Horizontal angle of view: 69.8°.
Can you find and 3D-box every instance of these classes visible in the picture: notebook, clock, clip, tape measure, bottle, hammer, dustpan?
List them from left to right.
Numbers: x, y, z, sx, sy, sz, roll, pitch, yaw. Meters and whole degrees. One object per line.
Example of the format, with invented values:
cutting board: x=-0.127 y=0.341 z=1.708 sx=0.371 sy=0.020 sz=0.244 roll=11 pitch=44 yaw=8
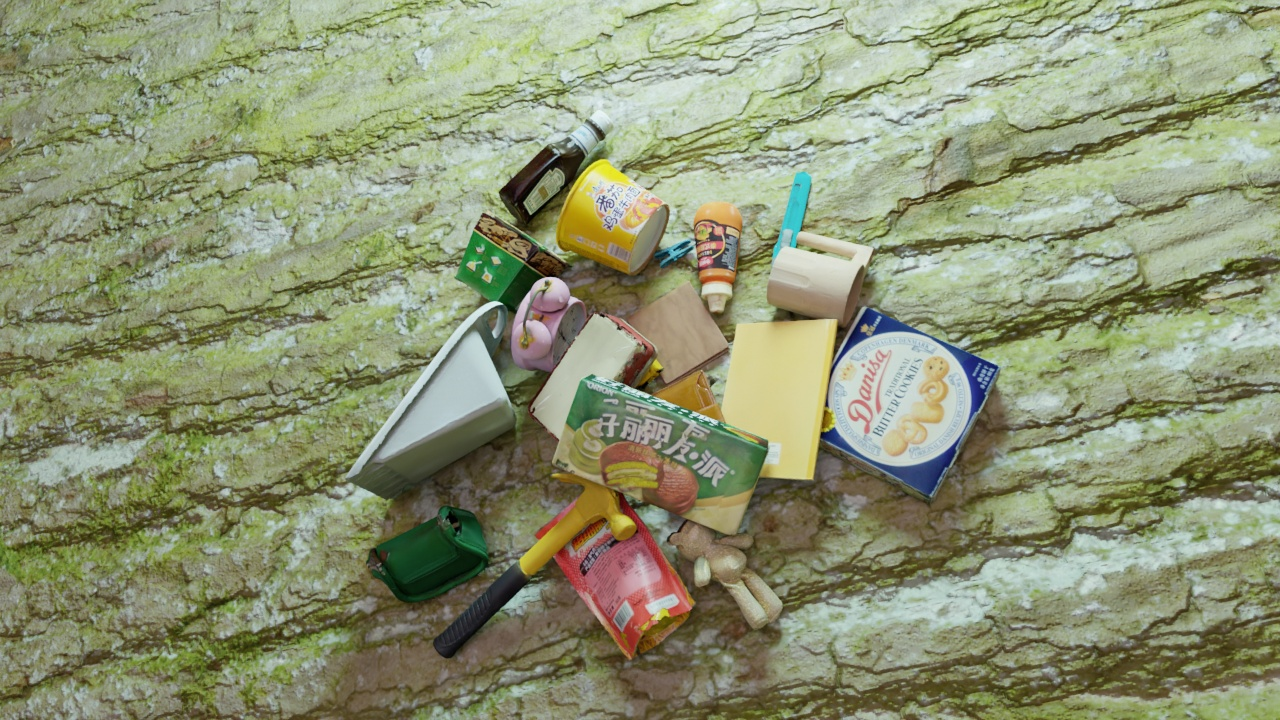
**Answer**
dustpan: x=-0.258 y=0.045 z=1.170 sx=0.257 sy=0.223 sz=0.142 roll=-27 pitch=78 yaw=-9
hammer: x=-0.142 y=0.256 z=1.133 sx=0.301 sy=0.033 sz=0.128 roll=-45 pitch=53 yaw=6
clock: x=-0.122 y=-0.044 z=1.195 sx=0.060 sy=0.158 sz=0.117 roll=17 pitch=76 yaw=19
bottle: x=-0.118 y=-0.284 z=1.325 sx=0.194 sy=0.080 sz=0.044 roll=-45 pitch=70 yaw=-7
tape measure: x=-0.007 y=0.007 z=1.211 sx=0.057 sy=0.028 sz=0.060 roll=-43 pitch=69 yaw=17
clip: x=0.047 y=-0.150 z=1.272 sx=0.057 sy=0.014 sz=0.047 roll=-25 pitch=65 yaw=3
bottle: x=0.103 y=-0.135 z=1.230 sx=0.067 sy=0.067 sz=0.149 roll=-1 pitch=77 yaw=13
notebook: x=0.165 y=0.046 z=1.143 sx=0.146 sy=0.010 sz=0.206 roll=-2 pitch=68 yaw=38

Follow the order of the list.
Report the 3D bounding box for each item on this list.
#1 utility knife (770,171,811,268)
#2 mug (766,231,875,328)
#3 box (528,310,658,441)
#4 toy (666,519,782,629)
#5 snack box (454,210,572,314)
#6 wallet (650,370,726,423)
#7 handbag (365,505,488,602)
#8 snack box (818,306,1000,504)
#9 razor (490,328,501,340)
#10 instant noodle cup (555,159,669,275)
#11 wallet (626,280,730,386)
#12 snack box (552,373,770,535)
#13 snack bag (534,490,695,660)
utility knife: x=0.206 y=-0.191 z=1.248 sx=0.029 sy=0.013 sz=0.151 roll=13 pitch=74 yaw=12
mug: x=0.232 y=-0.111 z=1.180 sx=0.104 sy=0.084 sz=0.124 roll=18 pitch=60 yaw=20
box: x=-0.064 y=0.027 z=1.173 sx=0.091 sy=0.080 sz=0.168 roll=40 pitch=101 yaw=23
toy: x=0.103 y=0.251 z=1.091 sx=0.104 sy=0.066 sz=0.157 roll=-30 pitch=66 yaw=-34
snack box: x=-0.182 y=-0.128 z=1.275 sx=0.117 sy=0.118 sz=0.105 roll=34 pitch=93 yaw=23
wallet: x=0.064 y=0.088 z=1.164 sx=0.119 sy=0.035 sz=0.130 roll=-30 pitch=64 yaw=20
handbag: x=-0.264 y=0.242 z=1.148 sx=0.131 sy=0.120 sz=0.068 roll=-29 pitch=61 yaw=4
snack box: x=0.311 y=0.052 z=1.116 sx=0.182 sy=0.046 sz=0.177 roll=27 pitch=80 yaw=21
razor: x=-0.252 y=0.005 z=1.280 sx=0.043 sy=0.028 sz=0.132 roll=41 pitch=80 yaw=-7
instant noodle cup: x=-0.032 y=-0.188 z=1.246 sx=0.110 sy=0.138 sz=0.138 roll=29 pitch=79 yaw=13
wallet: x=0.050 y=-0.037 z=1.228 sx=0.101 sy=0.020 sz=0.115 roll=-32 pitch=69 yaw=3
snack box: x=0.024 y=0.110 z=1.098 sx=0.240 sy=0.063 sz=0.114 roll=21 pitch=99 yaw=8
snack bag: x=-0.031 y=0.249 z=1.122 sx=0.129 sy=0.073 sz=0.208 roll=-44 pitch=61 yaw=7
